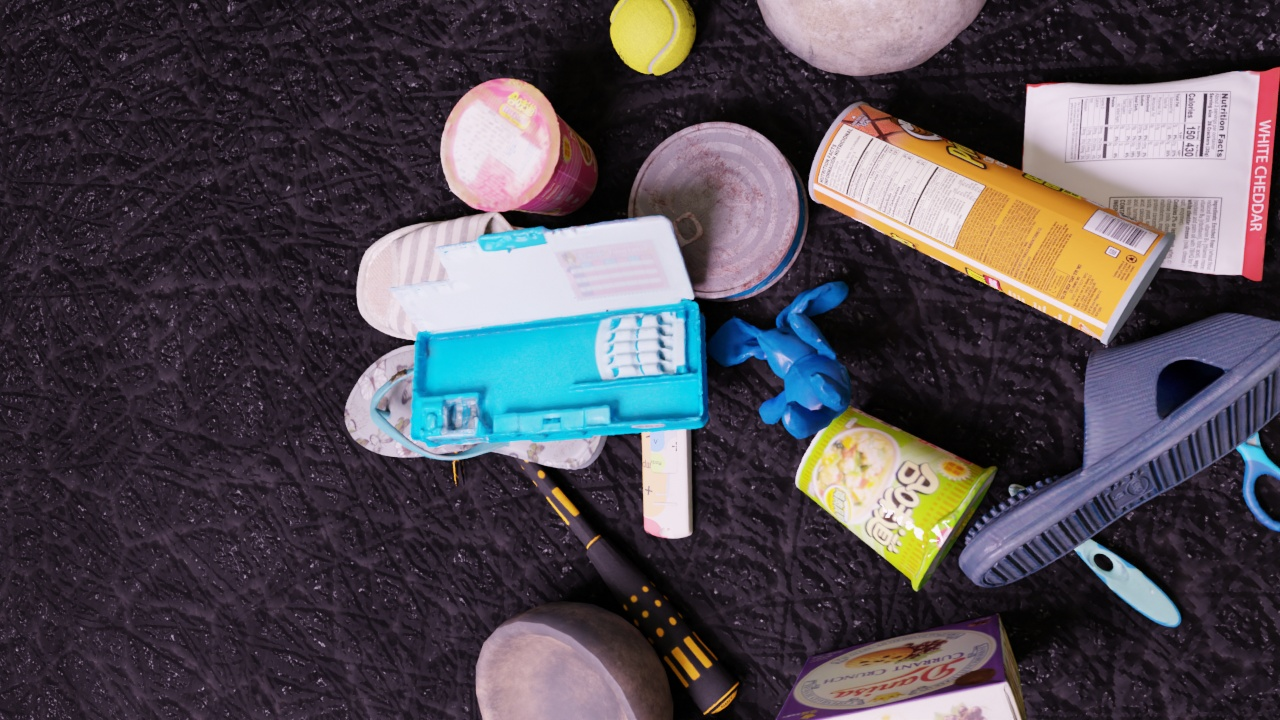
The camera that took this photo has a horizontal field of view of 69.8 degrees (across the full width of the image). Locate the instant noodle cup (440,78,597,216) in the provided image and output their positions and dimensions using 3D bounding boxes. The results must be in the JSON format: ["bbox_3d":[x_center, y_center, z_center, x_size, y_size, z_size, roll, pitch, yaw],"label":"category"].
[{"bbox_3d":[-0.084,-0.156,0.714,0.098,0.108,0.097,0,90,20],"label":"instant noodle cup"}]

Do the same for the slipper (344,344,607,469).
[{"bbox_3d":[-0.150,0.034,0.751,0.269,0.054,0.098,2,81,28],"label":"slipper"}]

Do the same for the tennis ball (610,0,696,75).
[{"bbox_3d":[0.010,-0.253,0.701,0.065,0.065,0.065,0,90,20],"label":"tennis ball"}]

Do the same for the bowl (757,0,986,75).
[{"bbox_3d":[0.159,-0.296,0.639,0.179,0.081,0.178,1,92,21],"label":"bowl"}]

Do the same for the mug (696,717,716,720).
[{"bbox_3d":[0.060,0.323,0.674,0.078,0.088,0.113,-22,83,19],"label":"mug"}]

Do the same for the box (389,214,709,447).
[{"bbox_3d":[-0.069,-0.021,0.681,0.227,0.085,0.169,-5,107,14],"label":"box"}]

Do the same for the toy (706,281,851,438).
[{"bbox_3d":[0.112,-0.001,0.636,0.071,0.176,0.113,38,105,-22],"label":"toy"}]

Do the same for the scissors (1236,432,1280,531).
[{"bbox_3d":[0.396,0.046,0.589,0.134,0.011,0.139,-31,79,18],"label":"scissors"}]

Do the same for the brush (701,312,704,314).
[{"bbox_3d":[-0.004,0.004,0.722,0.127,0.017,0.048,-41,47,18],"label":"brush"}]

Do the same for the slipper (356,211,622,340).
[{"bbox_3d":[-0.122,-0.064,0.761,0.273,0.054,0.114,1,86,20],"label":"slipper"}]

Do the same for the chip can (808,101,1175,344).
[{"bbox_3d":[0.221,-0.095,0.601,0.215,0.075,0.075,33,101,26],"label":"chip can"}]

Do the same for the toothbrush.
[{"bbox_3d":[0.306,0.131,0.620,0.135,0.017,0.022,42,97,15],"label":"toothbrush"}]

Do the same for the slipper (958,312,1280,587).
[{"bbox_3d":[0.302,0.042,0.580,0.264,0.101,0.082,-41,50,16],"label":"slipper"}]

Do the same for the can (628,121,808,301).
[{"bbox_3d":[0.059,-0.111,0.695,0.130,0.044,0.130,0,90,20],"label":"can"}]

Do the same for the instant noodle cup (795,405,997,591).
[{"bbox_3d":[0.172,0.087,0.635,0.108,0.098,0.099,33,101,26],"label":"instant noodle cup"}]

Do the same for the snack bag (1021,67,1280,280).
[{"bbox_3d":[0.326,-0.120,0.598,0.144,0.039,0.131,4,96,23],"label":"snack bag"}]

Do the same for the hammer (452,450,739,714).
[{"bbox_3d":[-0.039,0.150,0.741,0.123,0.036,0.320,-46,74,16],"label":"hammer"}]

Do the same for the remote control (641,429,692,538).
[{"bbox_3d":[0.021,0.079,0.725,0.038,0.018,0.125,0,92,20],"label":"remote control"}]

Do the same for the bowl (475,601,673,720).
[{"bbox_3d":[-0.044,0.258,0.704,0.162,0.070,0.162,11,110,32],"label":"bowl"}]

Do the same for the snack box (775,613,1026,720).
[{"bbox_3d":[0.172,0.220,0.601,0.144,0.147,0.040,-20,84,19],"label":"snack box"}]
